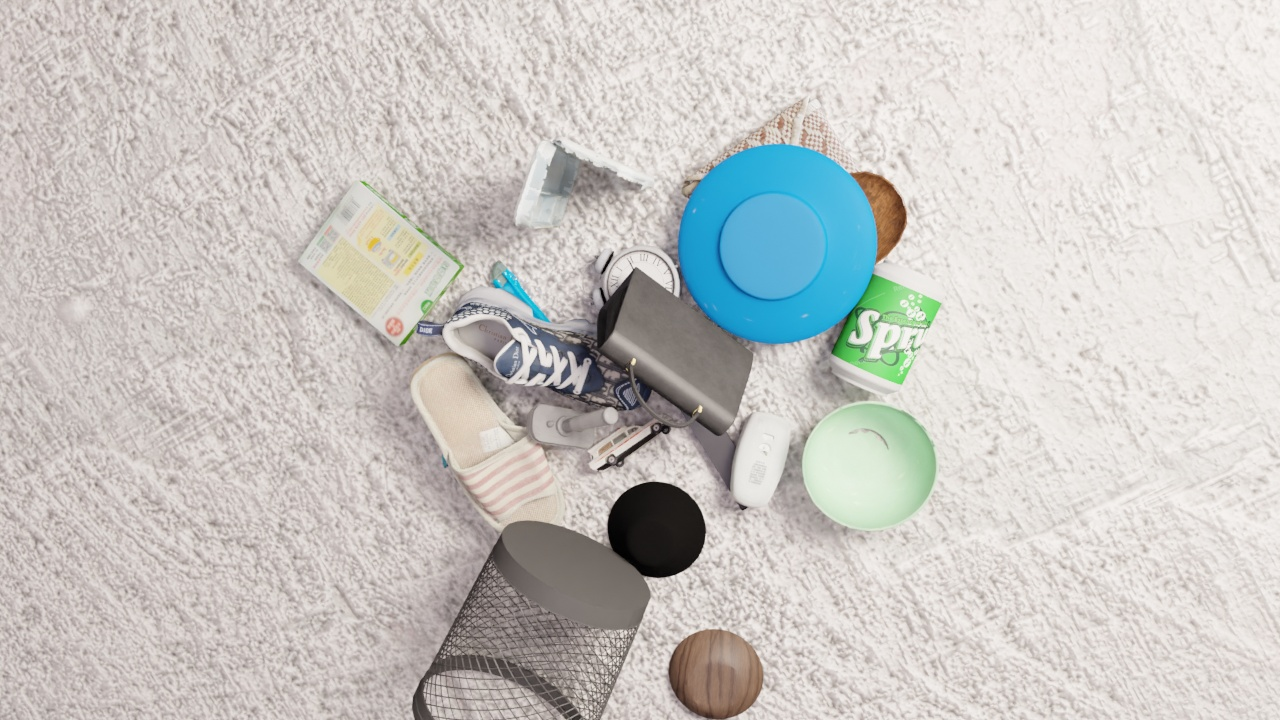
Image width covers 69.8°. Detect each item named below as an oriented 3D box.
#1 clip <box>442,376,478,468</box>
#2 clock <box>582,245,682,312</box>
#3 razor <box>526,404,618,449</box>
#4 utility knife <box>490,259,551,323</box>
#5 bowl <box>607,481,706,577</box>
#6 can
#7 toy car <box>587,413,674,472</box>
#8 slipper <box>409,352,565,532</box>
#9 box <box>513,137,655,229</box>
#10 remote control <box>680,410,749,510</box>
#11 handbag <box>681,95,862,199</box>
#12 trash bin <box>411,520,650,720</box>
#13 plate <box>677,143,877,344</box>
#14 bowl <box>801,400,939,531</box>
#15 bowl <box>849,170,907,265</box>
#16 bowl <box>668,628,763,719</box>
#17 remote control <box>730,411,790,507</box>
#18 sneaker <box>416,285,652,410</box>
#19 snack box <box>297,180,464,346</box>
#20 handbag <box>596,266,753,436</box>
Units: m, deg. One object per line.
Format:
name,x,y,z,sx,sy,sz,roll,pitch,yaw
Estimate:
clip,-0.219,0.094,1.157,0.120,0.033,0.122,-35,91,14
clock,-0.010,-0.092,1.099,0.123,0.035,0.094,6,97,6
razor,-0.066,0.072,1.073,0.088,0.116,0.047,12,73,-35
utility knife,-0.112,-0.033,1.132,0.031,0.015,0.220,-41,91,15
bowl,0.016,0.215,1.123,0.124,0.052,0.124,1,97,8
can,0.277,-0.036,1.039,0.088,0.087,0.140,24,99,4
toy car,-0.014,0.096,1.123,0.113,0.039,0.039,-36,70,10
slipper,-0.181,0.108,1.109,0.115,0.052,0.263,-34,104,-7
box,-0.065,-0.180,1.009,0.129,0.210,0.105,22,101,6
remote control,0.099,0.111,1.119,0.034,0.013,0.150,-31,92,6
handbag,0.153,-0.204,1.058,0.186,0.047,0.124,-33,92,10
trash bin,-0.120,0.334,1.073,0.218,0.217,0.227,26,99,4
plate,0.149,-0.128,1.028,0.224,0.024,0.224,3,101,16
bowl,0.262,0.115,1.065,0.151,0.077,0.151,1,97,8
bowl,0.241,-0.154,1.030,0.114,0.026,0.102,-44,87,13
bowl,0.093,0.398,1.145,0.119,0.032,0.119,1,97,8
remote control,0.142,0.119,1.097,0.060,0.028,0.114,14,88,-4
sneaker,-0.120,-0.002,1.061,0.269,0.132,0.103,23,108,11
snack box,-0.324,-0.121,1.143,0.168,0.027,0.132,41,101,1
handbag,0.032,0.012,1.000,0.175,0.195,0.072,36,118,-12
